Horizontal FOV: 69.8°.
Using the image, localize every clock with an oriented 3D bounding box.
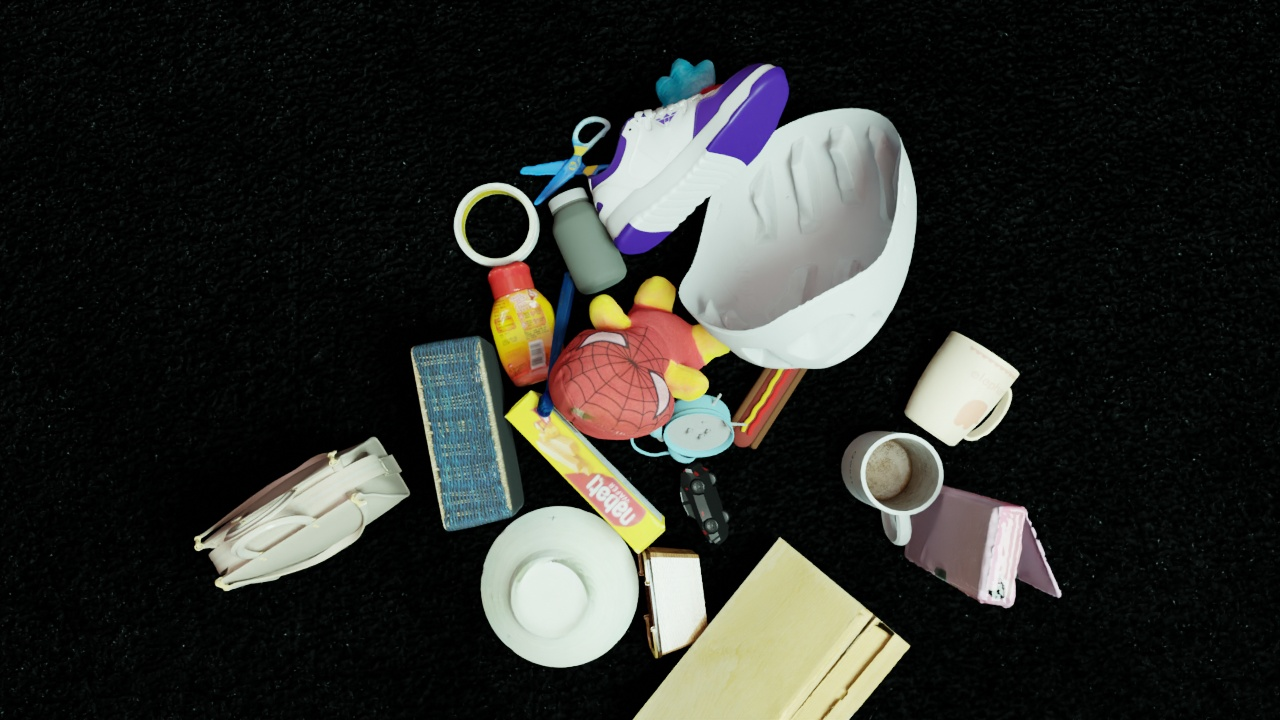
[{"bbox_3d":[0.045,0.078,0.986,0.123,0.087,0.041,-22,42,24],"label":"clock"}]

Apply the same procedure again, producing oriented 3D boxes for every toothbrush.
[{"bbox_3d":[-0.087,-0.022,0.978,0.016,0.017,0.189,19,53,-16],"label":"toothbrush"}]

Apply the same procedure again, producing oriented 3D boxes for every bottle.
[{"bbox_3d":[-0.061,-0.131,1.010,0.060,0.060,0.108,-24,87,0],"label":"bottle"},{"bbox_3d":[-0.129,-0.041,1.012,0.071,0.048,0.134,-17,87,2],"label":"bottle"}]

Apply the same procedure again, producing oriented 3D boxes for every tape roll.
[{"bbox_3d":[-0.162,-0.151,1.033,0.094,0.019,0.094,0,87,2],"label":"tape roll"}]

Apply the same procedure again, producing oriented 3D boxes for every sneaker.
[{"bbox_3d":[0.040,-0.230,0.959,0.245,0.091,0.111,-43,68,17],"label":"sneaker"}]

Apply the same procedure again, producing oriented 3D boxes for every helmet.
[{"bbox_3d":[0.166,-0.126,0.935,0.225,0.183,0.282,-1,74,35],"label":"helmet"}]

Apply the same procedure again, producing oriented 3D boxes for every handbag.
[{"bbox_3d":[-0.350,0.158,0.933,0.194,0.198,0.101,-32,87,0],"label":"handbag"}]

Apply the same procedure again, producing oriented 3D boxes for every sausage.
[{"bbox_3d":[0.148,0.028,1.009,0.040,0.040,0.155,33,88,2],"label":"sausage"}]

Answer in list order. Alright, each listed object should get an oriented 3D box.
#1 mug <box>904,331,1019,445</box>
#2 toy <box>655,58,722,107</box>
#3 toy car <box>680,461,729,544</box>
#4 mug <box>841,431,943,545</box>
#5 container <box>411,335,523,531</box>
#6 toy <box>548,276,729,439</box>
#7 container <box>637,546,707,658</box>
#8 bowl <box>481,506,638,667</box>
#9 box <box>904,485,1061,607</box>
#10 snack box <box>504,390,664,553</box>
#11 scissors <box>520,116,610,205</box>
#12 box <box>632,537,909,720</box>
[{"bbox_3d":[0.350,0.040,0.991,0.111,0.085,0.104,31,98,-27],"label":"mug"},{"bbox_3d":[0.070,-0.276,1.017,0.092,0.062,0.133,-40,72,3],"label":"toy"},{"bbox_3d":[0.068,0.158,1.005,0.036,0.042,0.091,-20,87,25],"label":"toy car"},{"bbox_3d":[0.267,0.136,0.973,0.083,0.096,0.119,-8,87,0],"label":"mug"},{"bbox_3d":[-0.176,0.074,0.960,0.071,0.145,0.187,-11,87,-3],"label":"container"},{"bbox_3d":[-0.006,0.005,0.942,0.147,0.099,0.215,36,45,12],"label":"toy"},{"bbox_3d":[0.034,0.255,0.992,0.061,0.063,0.114,-7,87,-7],"label":"container"},{"bbox_3d":[-0.092,0.249,0.989,0.177,0.058,0.176,0,88,5],"label":"bowl"},{"bbox_3d":[0.336,0.176,0.902,0.080,0.232,0.099,12,86,1],"label":"box"},{"bbox_3d":[-0.056,0.117,0.982,0.042,0.092,0.200,-45,87,-2],"label":"snack box"},{"bbox_3d":[-0.078,-0.228,1.037,0.131,0.018,0.109,-5,88,2],"label":"scissors"},{"bbox_3d":[0.139,0.337,0.937,0.179,0.142,0.248,40,87,-14],"label":"box"}]
